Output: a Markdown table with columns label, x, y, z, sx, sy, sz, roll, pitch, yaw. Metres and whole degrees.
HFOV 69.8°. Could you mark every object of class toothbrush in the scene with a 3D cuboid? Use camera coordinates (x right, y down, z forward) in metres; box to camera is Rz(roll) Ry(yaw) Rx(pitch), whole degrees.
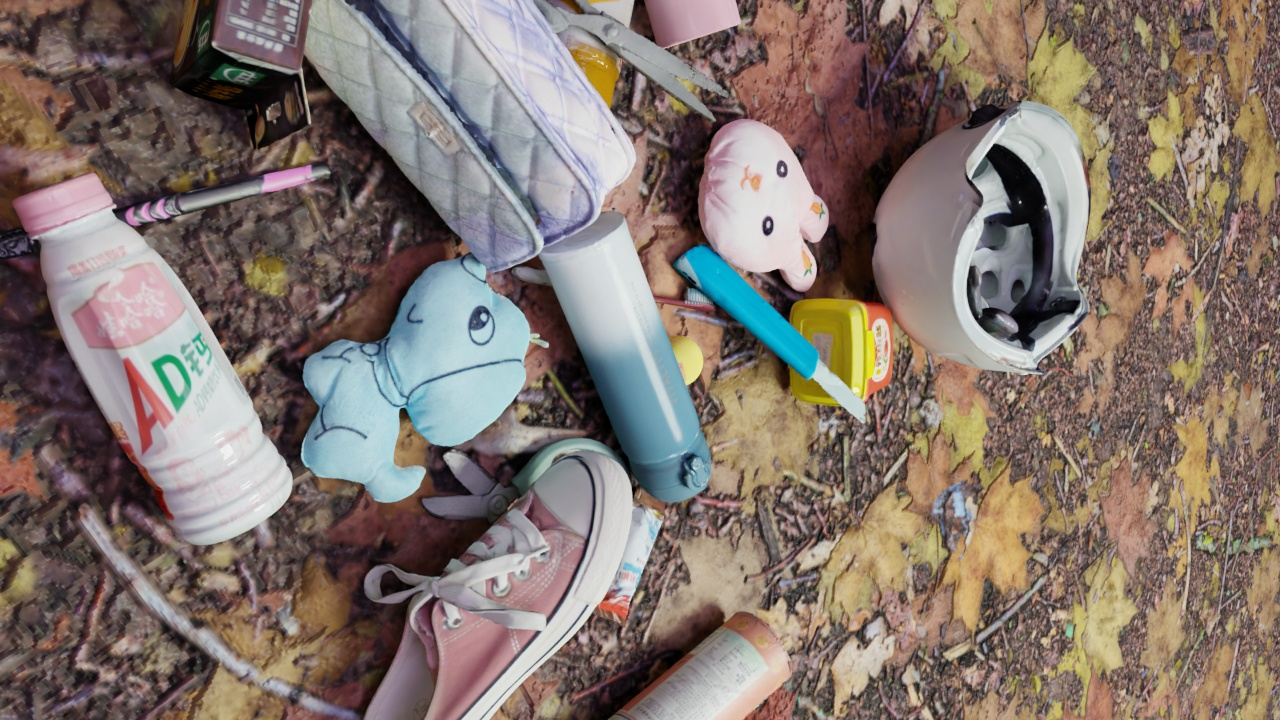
| label | x | y | z | sx | sy | sz | roll | pitch | yaw |
| --- | --- | --- | --- | --- | --- | --- | --- | --- | --- |
| toothbrush | -0.014 | -0.056 | 0.693 | 0.187 | 0.016 | 0.017 | 7 | 82 | -37 |
| toothbrush | -0.260 | -0.085 | 0.509 | 0.188 | 0.018 | 0.014 | -24 | 118 | -34 |

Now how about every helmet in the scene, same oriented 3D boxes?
| label | x | y | z | sx | sy | sz | roll | pitch | yaw |
| --- | --- | --- | --- | --- | --- | --- | --- | --- | --- |
| helmet | 0.302 | -0.110 | 0.841 | 0.229 | 0.146 | 0.257 | 54 | 54 | -28 |

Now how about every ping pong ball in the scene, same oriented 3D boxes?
| label | x | y | z | sx | sy | sz | roll | pitch | yaw |
| --- | --- | --- | --- | --- | --- | --- | --- | --- | --- |
| ping pong ball | 0.028 | 0.001 | 0.714 | 0.040 | 0.040 | 0.040 | -4 | 96 | -36 |

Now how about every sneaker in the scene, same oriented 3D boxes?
| label | x | y | z | sx | sy | sz | roll | pitch | yaw |
| --- | --- | --- | --- | --- | --- | --- | --- | --- | --- |
| sneaker | -0.100 | 0.152 | 0.582 | 0.241 | 0.118 | 0.088 | -52 | 138 | -4 |

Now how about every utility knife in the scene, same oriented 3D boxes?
| label | x | y | z | sx | sy | sz | roll | pitch | yaw |
| --- | --- | --- | --- | --- | --- | --- | --- | --- | --- |
| utility knife | 0.111 | -0.020 | 0.741 | 0.204 | 0.018 | 0.034 | 42 | 60 | -7 |

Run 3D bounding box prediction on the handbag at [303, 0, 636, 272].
| label | x | y | z | sx | sy | sz | roll | pitch | yaw |
| --- | --- | --- | --- | --- | --- | --- | --- | --- | --- |
| handbag | -0.105 | -0.150 | 0.531 | 0.194 | 0.134 | 0.075 | 51 | 51 | -20 |

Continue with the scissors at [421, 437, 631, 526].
| label | x | y | z | sx | sy | sz | roll | pitch | yaw |
| --- | --- | --- | --- | --- | --- | --- | --- | --- | --- |
| scissors | -0.070 | 0.103 | 0.665 | 0.175 | 0.019 | 0.175 | -47 | 117 | -23 |

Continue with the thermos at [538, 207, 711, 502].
| label | x | y | z | sx | sy | sz | roll | pitch | yaw |
| --- | --- | --- | --- | --- | --- | --- | --- | --- | --- |
| thermos | -0.004 | 0.004 | 0.660 | 0.070 | 0.070 | 0.220 | -37 | 120 | -28 |

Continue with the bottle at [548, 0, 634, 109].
| label | x | y | z | sx | sy | sz | roll | pitch | yaw |
| --- | --- | --- | --- | --- | --- | --- | --- | --- | --- |
| bottle | -0.046 | -0.208 | 0.623 | 0.068 | 0.068 | 0.189 | 13 | 86 | -37 |

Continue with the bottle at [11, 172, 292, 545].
| label | x | y | z | sx | sy | sz | roll | pitch | yaw |
| --- | --- | --- | --- | --- | --- | --- | --- | --- | --- |
| bottle | -0.255 | 0.001 | 0.483 | 0.068 | 0.068 | 0.197 | -32 | 114 | -30 |

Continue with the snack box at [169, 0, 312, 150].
| label | x | y | z | sx | sy | sz | roll | pitch | yaw |
| --- | --- | --- | --- | --- | --- | --- | --- | --- | --- |
| snack box | -0.204 | -0.184 | 0.480 | 0.053 | 0.113 | 0.125 | 11 | 87 | -36 |

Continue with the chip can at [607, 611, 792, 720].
| label | x | y | z | sx | sy | sz | roll | pitch | yaw |
| --- | --- | --- | --- | --- | --- | --- | --- | --- | --- |
| chip can | 0.024 | 0.284 | 0.718 | 0.214 | 0.071 | 0.071 | -30 | 111 | -31 |

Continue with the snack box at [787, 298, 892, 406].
| label | x | y | z | sx | sy | sz | roll | pitch | yaw |
| --- | --- | --- | --- | --- | --- | --- | --- | --- | --- |
| snack box | 0.177 | -0.011 | 0.804 | 0.080 | 0.082 | 0.091 | -11 | 102 | -49 |

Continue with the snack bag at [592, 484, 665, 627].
| label | x | y | z | sx | sy | sz | roll | pitch | yaw |
| --- | --- | --- | --- | --- | --- | --- | --- | --- | --- |
| snack bag | -0.008 | 0.151 | 0.710 | 0.048 | 0.026 | 0.104 | 37 | 73 | -46 |

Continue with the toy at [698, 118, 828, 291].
| label | x | y | z | sx | sy | sz | roll | pitch | yaw |
| --- | --- | --- | --- | --- | --- | --- | --- | --- | --- |
| toy | 0.107 | -0.124 | 0.756 | 0.159 | 0.054 | 0.121 | 26 | 73 | -42 |

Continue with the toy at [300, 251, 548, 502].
| label | x | y | z | sx | sy | sz | roll | pitch | yaw |
| --- | --- | --- | --- | --- | --- | --- | --- | --- | --- |
| toy | -0.135 | 0.009 | 0.588 | 0.156 | 0.050 | 0.161 | 0 | 89 | -28 |

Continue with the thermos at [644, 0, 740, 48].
| label | x | y | z | sx | sy | sz | roll | pitch | yaw |
| --- | --- | --- | --- | --- | --- | --- | --- | --- | --- |
| thermos | 0.006 | -0.328 | 0.657 | 0.087 | 0.067 | 0.199 | -21 | 109 | -6 |

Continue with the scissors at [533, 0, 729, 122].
| label | x | y | z | sx | sy | sz | roll | pitch | yaw |
| --- | --- | --- | --- | --- | --- | --- | --- | --- | --- |
| scissors | -0.020 | -0.218 | 0.585 | 0.170 | 0.014 | 0.150 | -7 | 91 | -10 |
